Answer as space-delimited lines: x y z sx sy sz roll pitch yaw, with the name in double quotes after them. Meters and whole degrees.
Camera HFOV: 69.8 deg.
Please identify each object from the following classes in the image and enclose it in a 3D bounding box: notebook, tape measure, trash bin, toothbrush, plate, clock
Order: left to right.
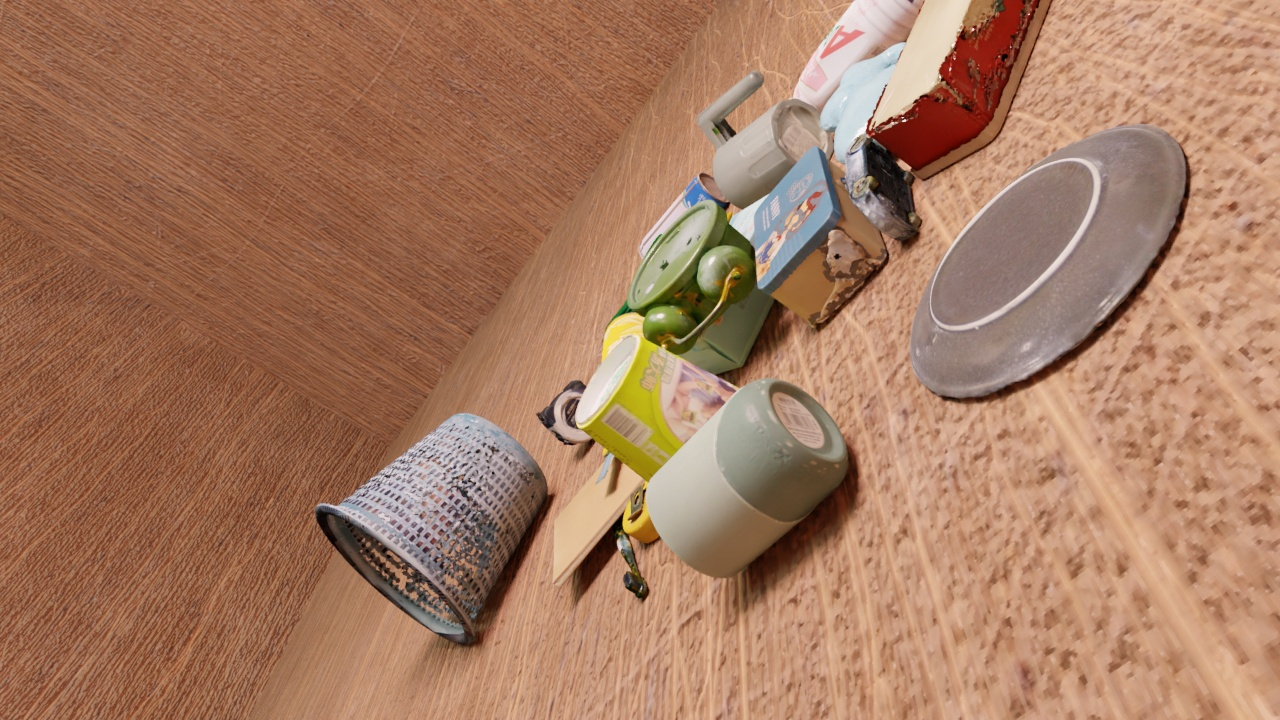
-0.219 0.176 1.052 0.194 0.226 0.227 -49 9 -30 "trash bin"
-0.077 0.065 1.068 0.065 0.066 0.034 -44 7 -21 "tape measure"
-0.017 0.154 0.777 0.012 0.017 0.186 -58 14 5 "toothbrush"
-0.014 0.100 0.858 0.211 0.012 0.149 -50 11 7 "notebook"
0.007 0.119 0.753 0.060 0.029 0.057 -48 17 28 "tape measure"
0.045 -0.068 0.781 0.116 0.056 0.161 -45 21 25 "clock"
0.208 -0.059 0.502 0.180 0.024 0.179 -51 16 20 "plate"

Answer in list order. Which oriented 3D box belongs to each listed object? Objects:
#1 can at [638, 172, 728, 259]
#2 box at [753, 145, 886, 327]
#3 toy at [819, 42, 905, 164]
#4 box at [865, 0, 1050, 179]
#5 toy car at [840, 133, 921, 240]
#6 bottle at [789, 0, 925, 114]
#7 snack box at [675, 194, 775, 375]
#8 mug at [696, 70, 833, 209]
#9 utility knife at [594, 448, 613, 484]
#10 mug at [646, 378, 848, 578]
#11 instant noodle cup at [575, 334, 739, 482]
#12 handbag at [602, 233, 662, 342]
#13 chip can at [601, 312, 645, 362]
0.055 -0.178 1.197 0.135 0.053 0.053 -47 17 32 "can"
0.142 -0.107 0.750 0.090 0.061 0.184 -48 18 25 "box"
0.209 -0.226 0.804 0.161 0.050 0.156 -54 23 -14 "toy"
0.234 -0.231 0.687 0.168 0.077 0.091 -63 16 -23 "box"
0.178 -0.128 0.689 0.037 0.054 0.120 -44 20 31 "toy car"
0.218 -0.316 0.950 0.197 0.068 0.068 -47 17 41 "bottle"
0.090 -0.069 0.848 0.174 0.051 0.074 -62 17 -22 "snack box"
0.124 -0.227 0.948 0.083 0.124 0.104 -44 9 -30 "mug"
-0.021 0.070 0.916 0.033 0.015 0.214 -51 6 21 "utility knife"
0.068 0.062 0.573 0.107 0.082 0.111 -49 13 29 "mug"
0.022 0.044 0.675 0.112 0.123 0.111 -51 15 19 "instant noodle cup"
0.011 -0.076 1.087 0.120 0.068 0.131 -40 21 50 "handbag"
-0.005 0.005 0.922 0.072 0.072 0.213 -53 9 12 "chip can"
